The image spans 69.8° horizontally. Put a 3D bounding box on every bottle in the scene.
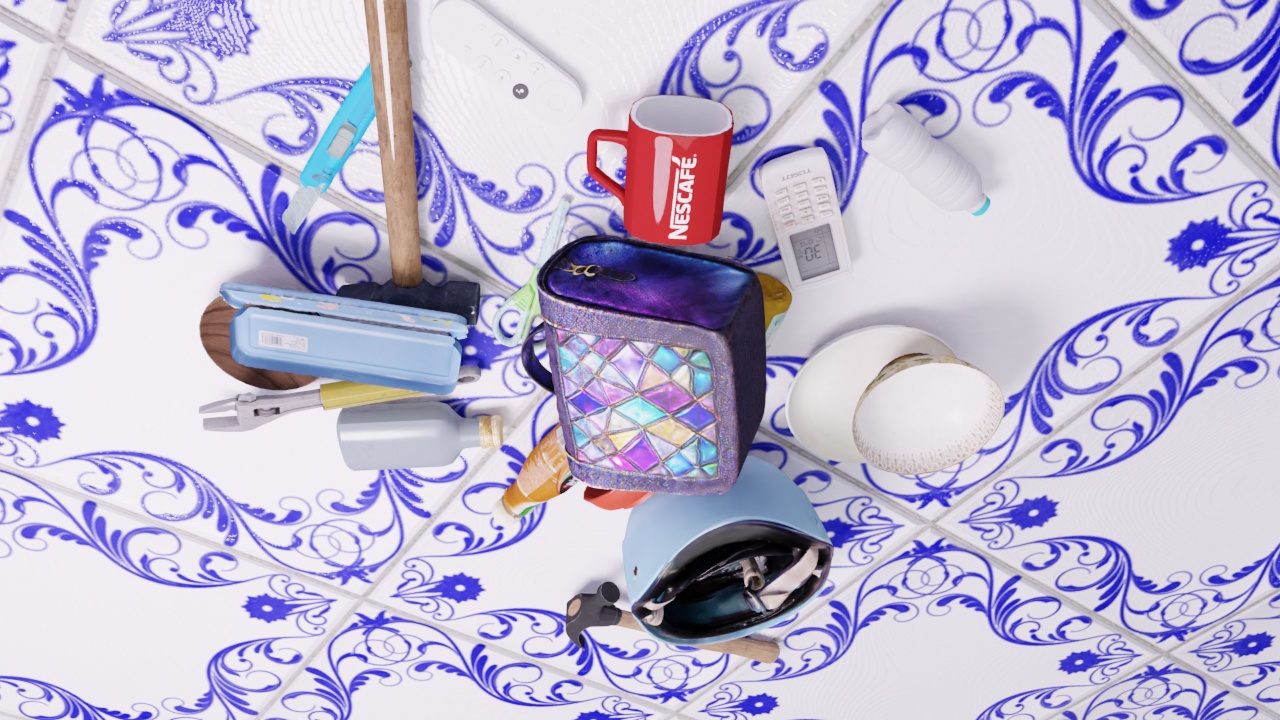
[{"bbox_3d":[0.247,-0.165,0.782,0.136,0.044,0.044,29,122,-24],"label":"bottle"},{"bbox_3d":[-0.101,0.121,0.983,0.059,0.059,0.167,32,120,-25],"label":"bottle"},{"bbox_3d":[-0.224,0.077,0.948,0.161,0.046,0.072,-3,129,-1],"label":"bottle"},{"bbox_3d":[0.090,0.002,0.903,0.053,0.053,0.187,11,128,-12],"label":"bottle"}]

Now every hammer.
[{"bbox_3d":[-0.200,-0.161,0.753,0.129,0.040,0.323,4,131,-5],"label":"hammer"},{"bbox_3d":[0.047,0.351,1.182,0.305,0.040,0.133,21,138,-25],"label":"hammer"}]

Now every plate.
[{"bbox_3d":[0.238,0.031,0.946,0.182,0.034,0.183,-2,129,-2],"label":"plate"}]

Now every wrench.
[{"bbox_3d":[-0.293,0.035,0.901,0.273,0.018,0.084,-9,160,-9],"label":"wrench"}]

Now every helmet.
[{"bbox_3d":[0.090,0.201,0.988,0.225,0.166,0.266,-13,137,-1],"label":"helmet"}]

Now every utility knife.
[{"bbox_3d":[-0.250,-0.177,0.763,0.031,0.015,0.199,31,122,-22],"label":"utility knife"}]

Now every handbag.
[{"bbox_3d":[-0.005,0.005,0.832,0.222,0.125,0.205,7,126,20],"label":"handbag"}]

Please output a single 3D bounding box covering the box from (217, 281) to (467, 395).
[{"bbox_3d":[-0.263,-0.026,0.828,0.209,0.039,0.127,8,143,-11],"label":"box"}]

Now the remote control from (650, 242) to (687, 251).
[{"bbox_3d":[0.025,-0.072,0.865,0.033,0.012,0.131,0,129,-1],"label":"remote control"}]

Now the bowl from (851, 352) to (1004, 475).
[{"bbox_3d":[0.270,0.040,0.891,0.145,0.063,0.145,-2,128,-3],"label":"bowl"}]

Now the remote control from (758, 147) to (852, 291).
[{"bbox_3d":[0.149,-0.124,0.821,0.060,0.025,0.138,-16,128,9],"label":"remote control"}]

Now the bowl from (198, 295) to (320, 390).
[{"bbox_3d":[-0.348,-0.027,0.866,0.119,0.032,0.119,-2,129,-2],"label":"bowl"}]

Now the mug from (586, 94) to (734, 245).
[{"bbox_3d":[0.014,-0.157,0.754,0.116,0.080,0.097,5,128,1],"label":"mug"}]

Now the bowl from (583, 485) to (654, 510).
[{"bbox_3d":[-0.002,0.113,0.940,0.122,0.121,0.035,-36,101,23],"label":"bowl"}]

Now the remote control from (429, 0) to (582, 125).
[{"bbox_3d":[-0.104,-0.235,0.725,0.136,0.013,0.043,32,120,-26],"label":"remote control"}]

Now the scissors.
[{"bbox_3d":[-0.093,-0.079,0.854,0.065,0.033,0.175,15,130,-10],"label":"scissors"}]
